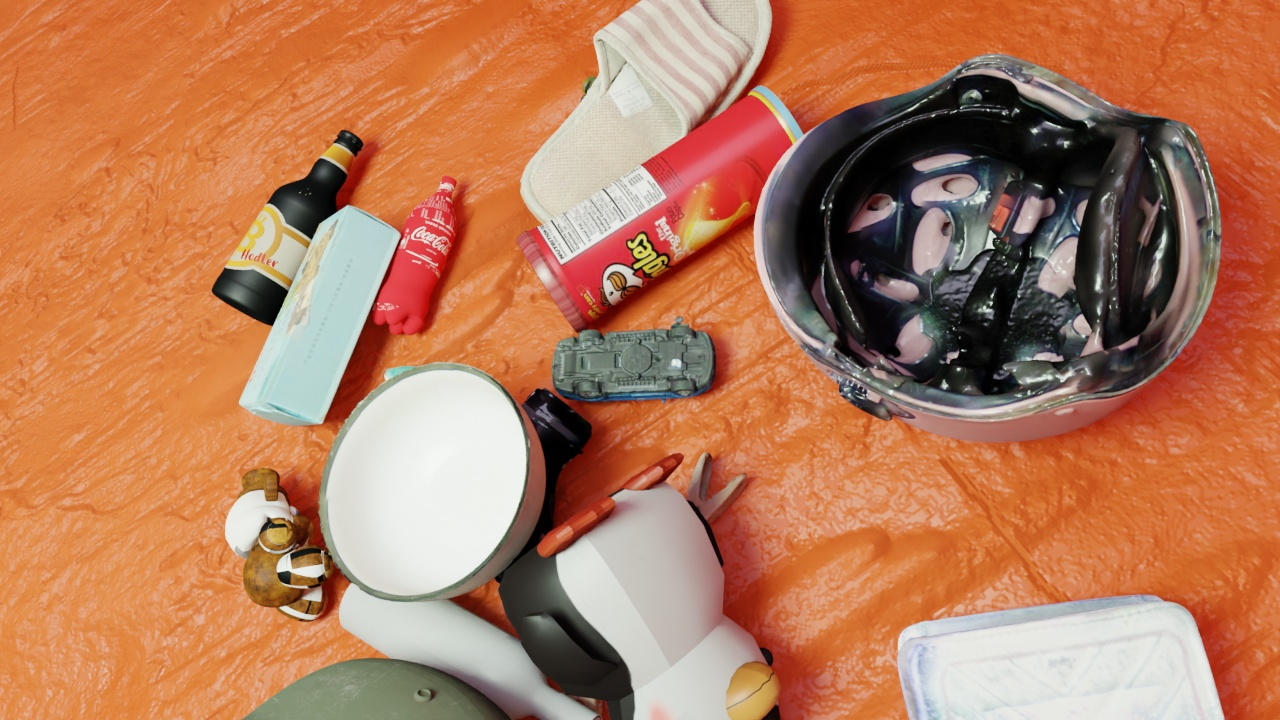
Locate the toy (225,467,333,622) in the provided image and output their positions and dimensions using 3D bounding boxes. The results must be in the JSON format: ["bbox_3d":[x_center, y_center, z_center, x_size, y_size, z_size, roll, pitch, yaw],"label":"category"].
[{"bbox_3d":[-0.268,0.131,0.676,0.067,0.087,0.112,-1,46,-27],"label":"toy"}]

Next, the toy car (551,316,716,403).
[{"bbox_3d":[-0.004,0.004,0.669,0.120,0.043,0.056,-4,67,11],"label":"toy car"}]

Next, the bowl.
[{"bbox_3d":[-0.126,0.084,0.601,0.154,0.073,0.153,-8,68,20],"label":"bowl"}]

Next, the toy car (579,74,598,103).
[{"bbox_3d":[-0.007,-0.241,0.779,0.107,0.030,0.049,-47,65,-4],"label":"toy car"}]

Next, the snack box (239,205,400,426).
[{"bbox_3d":[-0.256,-0.034,0.735,0.075,0.053,0.174,-7,59,55],"label":"snack box"}]

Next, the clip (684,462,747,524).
[{"bbox_3d":[0.049,0.097,0.627,0.061,0.026,0.049,-10,67,13],"label":"clip"}]

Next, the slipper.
[{"bbox_3d":[0.004,-0.212,0.729,0.115,0.052,0.263,40,87,-2],"label":"slipper"}]

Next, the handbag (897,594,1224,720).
[{"bbox_3d":[0.232,0.203,0.512,0.159,0.069,0.126,-13,80,11],"label":"handbag"}]

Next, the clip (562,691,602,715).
[{"bbox_3d":[-0.041,0.215,0.606,0.049,0.026,0.061,-41,70,3],"label":"clip"}]

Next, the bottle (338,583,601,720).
[{"bbox_3d":[-0.112,0.198,0.607,0.195,0.052,0.052,20,75,27],"label":"bottle"}]

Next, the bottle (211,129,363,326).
[{"bbox_3d":[-0.296,-0.121,0.795,0.059,0.059,0.181,22,75,22],"label":"bottle"}]

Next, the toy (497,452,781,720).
[{"bbox_3d":[0.005,0.176,0.555,0.140,0.158,0.184,-40,81,39],"label":"toy"}]

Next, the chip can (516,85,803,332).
[{"bbox_3d":[0.019,-0.113,0.689,0.213,0.087,0.087,-33,63,0],"label":"chip can"}]

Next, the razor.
[{"bbox_3d":[-0.071,0.090,0.649,0.064,0.053,0.140,0,70,22],"label":"razor"}]

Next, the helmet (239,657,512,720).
[{"bbox_3d":[-0.136,0.268,0.523,0.268,0.227,0.153,20,33,32],"label":"helmet"}]

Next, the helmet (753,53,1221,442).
[{"bbox_3d":[0.204,-0.058,0.576,0.256,0.152,0.229,12,75,21],"label":"helmet"}]

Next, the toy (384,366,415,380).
[{"bbox_3d":[-0.178,0.055,0.706,0.085,0.033,0.105,6,71,29],"label":"toy"}]

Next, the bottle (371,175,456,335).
[{"bbox_3d":[-0.181,-0.089,0.759,0.042,0.042,0.141,10,71,19],"label":"bottle"}]
